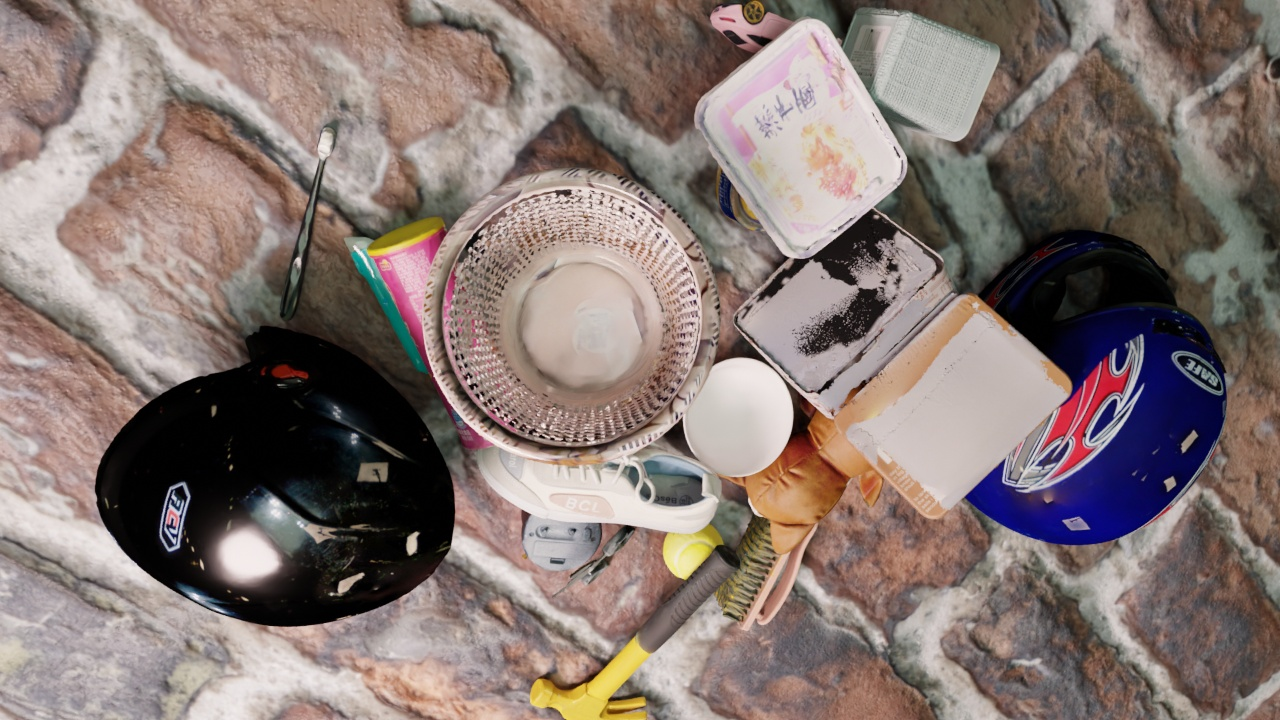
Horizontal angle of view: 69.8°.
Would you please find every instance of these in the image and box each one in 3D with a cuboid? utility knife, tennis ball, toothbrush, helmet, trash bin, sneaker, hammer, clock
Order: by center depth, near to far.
[{"bbox_3d":[-0.053,-0.033,0.784,0.227,0.192,0.227,0,90,-1],"label":"trash bin"},{"bbox_3d":[-0.296,0.112,0.784,0.274,0.230,0.234,0,115,-55],"label":"helmet"},{"bbox_3d":[-0.296,-0.118,0.814,0.015,0.018,0.181,13,108,-20],"label":"toothbrush"},{"bbox_3d":[-0.229,-0.052,0.855,0.029,0.013,0.151,-23,115,-1],"label":"utility knife"},{"bbox_3d":[-0.039,0.109,0.877,0.242,0.091,0.089,13,65,-2],"label":"sneaker"},{"bbox_3d":[0.450,0.035,0.920,0.247,0.240,0.316,25,102,-22],"label":"helmet"},{"bbox_3d":[-0.081,0.157,0.943,0.082,0.055,0.122,8,107,-14],"label":"clock"},{"bbox_3d":[0.057,0.204,0.986,0.065,0.065,0.065,-4,111,-12],"label":"tennis ball"},{"bbox_3d":[0.007,0.303,0.989,0.128,0.032,0.301,27,119,-21],"label":"hammer"}]

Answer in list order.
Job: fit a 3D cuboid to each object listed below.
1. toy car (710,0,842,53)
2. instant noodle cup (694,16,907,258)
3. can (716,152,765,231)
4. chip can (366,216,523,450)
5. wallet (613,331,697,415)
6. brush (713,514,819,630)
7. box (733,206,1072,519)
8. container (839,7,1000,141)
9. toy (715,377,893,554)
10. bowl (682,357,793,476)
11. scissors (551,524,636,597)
[{"bbox_3d":[0.121,-0.291,0.822,0.122,0.056,0.037,12,103,-17],"label":"toy car"},{"bbox_3d":[0.135,-0.193,0.805,0.138,0.060,0.173,-39,112,3],"label":"instant noodle cup"},{"bbox_3d":[0.118,-0.197,0.860,0.074,0.049,0.148,8,108,-15],"label":"can"},{"bbox_3d":[-0.174,-0.022,0.847,0.071,0.071,0.211,-22,114,-4],"label":"chip can"},{"bbox_3d":[-0.005,0.005,0.918,0.115,0.033,0.090,19,106,-15],"label":"wallet"},{"bbox_3d":[0.141,0.223,1.015,0.073,0.063,0.146,23,101,-15],"label":"brush"},{"bbox_3d":[0.238,-0.005,0.851,0.179,0.260,0.105,-45,144,5],"label":"box"},{"bbox_3d":[0.242,-0.262,0.831,0.111,0.090,0.090,10,107,-28],"label":"container"},{"bbox_3d":[0.188,0.101,0.955,0.199,0.140,0.130,-40,151,2],"label":"toy"},{"bbox_3d":[0.088,0.055,0.931,0.118,0.065,0.118,-1,92,-19],"label":"bowl"},{"bbox_3d":[-0.052,0.212,0.924,0.014,0.167,0.157,39,139,11],"label":"scissors"}]
